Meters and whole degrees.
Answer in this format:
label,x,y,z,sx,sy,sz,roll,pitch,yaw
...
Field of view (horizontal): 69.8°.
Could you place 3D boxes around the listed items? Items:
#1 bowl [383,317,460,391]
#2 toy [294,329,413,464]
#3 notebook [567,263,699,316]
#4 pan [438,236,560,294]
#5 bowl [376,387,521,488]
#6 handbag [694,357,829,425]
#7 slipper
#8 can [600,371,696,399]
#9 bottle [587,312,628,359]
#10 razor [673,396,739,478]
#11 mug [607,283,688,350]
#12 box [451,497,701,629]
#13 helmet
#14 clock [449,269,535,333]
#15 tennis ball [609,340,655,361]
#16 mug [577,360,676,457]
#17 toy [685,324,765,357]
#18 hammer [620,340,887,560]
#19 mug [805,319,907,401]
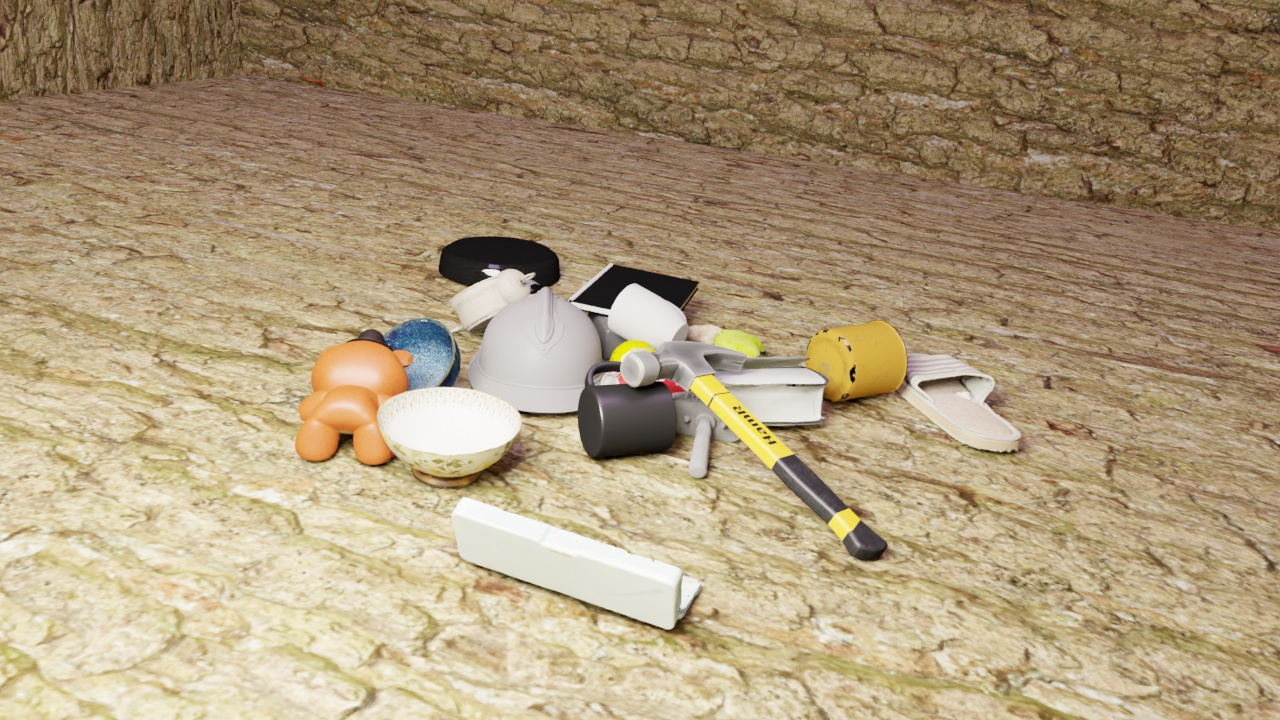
label,x,y,z,sx,sy,sz,roll,pitch,yaw
bowl,-0.254,0.013,1.067,0.114,0.061,0.114,-9,59,16
toy,-0.300,0.033,0.976,0.112,0.096,0.175,5,54,-4
notebook,-0.006,-0.099,1.360,0.149,0.016,0.206,13,23,11
pan,-0.194,-0.139,1.494,0.203,0.044,0.356,-9,26,-34
bowl,-0.193,0.084,0.927,0.145,0.063,0.145,6,23,-3
handbag,0.139,0.023,1.163,0.151,0.074,0.176,1,14,-13
slipper,0.415,0.043,1.220,0.114,0.054,0.272,-1,24,-6
can,0.010,0.035,1.104,0.104,0.064,0.064,-6,26,-28
bottle,-0.032,-0.055,1.331,0.083,0.046,0.173,-1,24,-17
razor,0.069,0.091,1.024,0.088,0.047,0.116,9,30,5
mug,0.024,-0.054,1.215,0.089,0.071,0.107,30,32,22
box,-0.052,0.164,0.773,0.197,0.074,0.126,15,5,16
helmet,-0.123,-0.035,1.162,0.183,0.118,0.271,4,21,-7
clock,-0.193,-0.082,1.261,0.157,0.061,0.103,-28,-5,42
tennis ball,-0.007,0.007,1.164,0.065,0.065,0.065,6,23,-3
mug,-0.021,0.050,1.016,0.088,0.078,0.113,-3,55,-23
toy,0.117,-0.025,1.297,0.118,0.043,0.092,17,14,14
hammer,0.131,0.085,0.954,0.169,0.034,0.324,-8,44,-44
mug,0.277,0.003,1.225,0.094,0.100,0.124,-8,-2,-28
